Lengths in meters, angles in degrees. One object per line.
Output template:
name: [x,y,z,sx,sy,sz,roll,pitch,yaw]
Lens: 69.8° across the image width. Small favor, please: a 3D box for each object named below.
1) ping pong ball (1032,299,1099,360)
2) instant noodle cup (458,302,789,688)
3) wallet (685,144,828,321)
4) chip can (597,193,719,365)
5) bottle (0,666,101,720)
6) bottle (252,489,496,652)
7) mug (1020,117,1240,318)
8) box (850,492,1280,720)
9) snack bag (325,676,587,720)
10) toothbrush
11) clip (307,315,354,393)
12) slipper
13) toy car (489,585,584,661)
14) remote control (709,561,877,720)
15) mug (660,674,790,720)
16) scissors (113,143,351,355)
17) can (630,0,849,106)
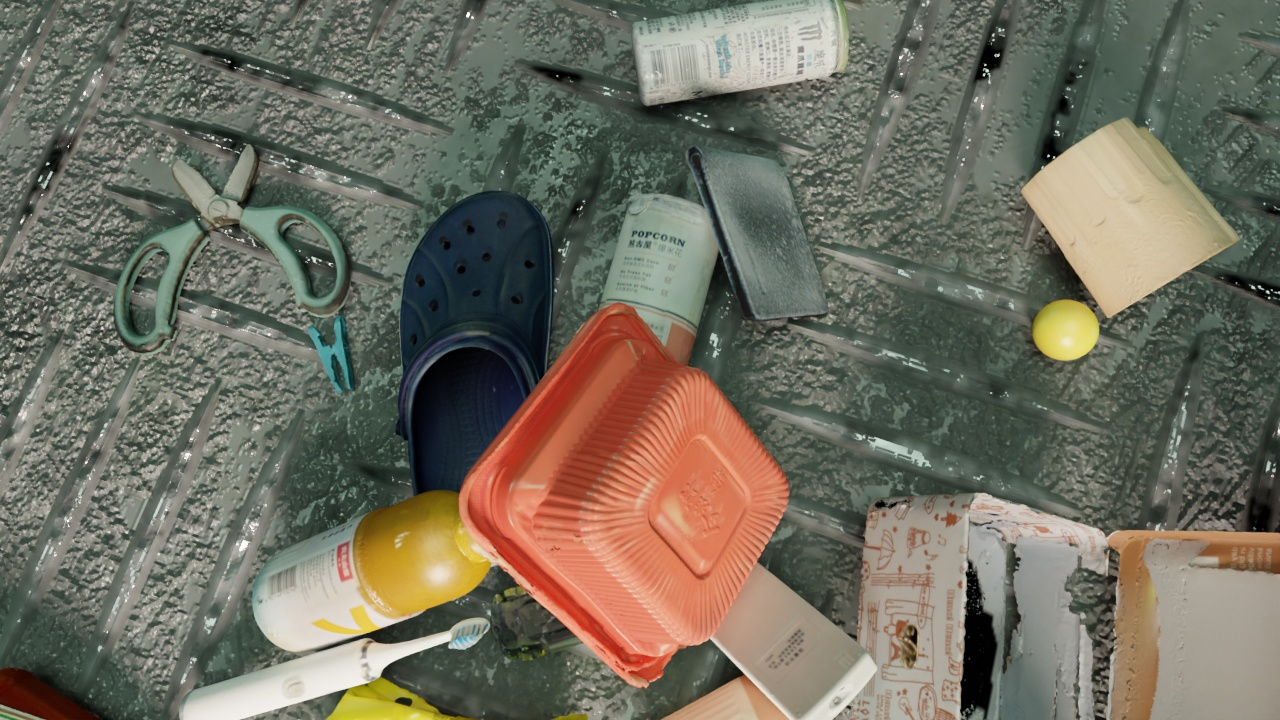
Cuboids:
ping pong ball: [0.282,-0.020,0.609,0.040,0.040,0.040,0,79,2]
instant noodle cup: [0.009,0.080,0.518,0.189,0.079,0.164,51,59,-29]
wallet: [0.079,-0.083,0.608,0.019,0.097,0.120,-26,78,39]
chip can: [-0.004,0.004,0.601,0.071,0.071,0.214,15,80,5]
bottle: [-0.332,0.267,0.568,0.206,0.060,0.059,29,81,8]
bottle: [-0.151,0.123,0.551,0.190,0.068,0.068,-24,77,26]
mug: [0.331,-0.100,0.610,0.124,0.084,0.103,-24,76,-27]
box: [0.235,0.169,0.479,0.156,0.194,0.183,16,73,-27]
snack bag: [-0.127,0.324,0.544,0.158,0.068,0.246,9,79,5]
toothbrush: [-0.189,0.190,0.562,0.221,0.026,0.027,-20,110,16]
clip: [-0.214,-0.003,0.641,0.049,0.015,0.056,-21,77,-4]
slipper: [-0.112,0.007,0.596,0.105,0.095,0.252,0,82,0]
toy car: [-0.046,0.160,0.593,0.105,0.032,0.048,-19,78,10]
remote control: [0.076,0.161,0.545,0.056,0.135,0.019,-42,121,-11]
mug: [0.067,0.249,0.540,0.106,0.082,0.114,-26,65,-1]
scissors: [-0.302,-0.064,0.655,0.170,0.019,0.178,43,85,8]
can: [0.069,-0.220,0.649,0.147,0.058,0.058,-9,78,0]
